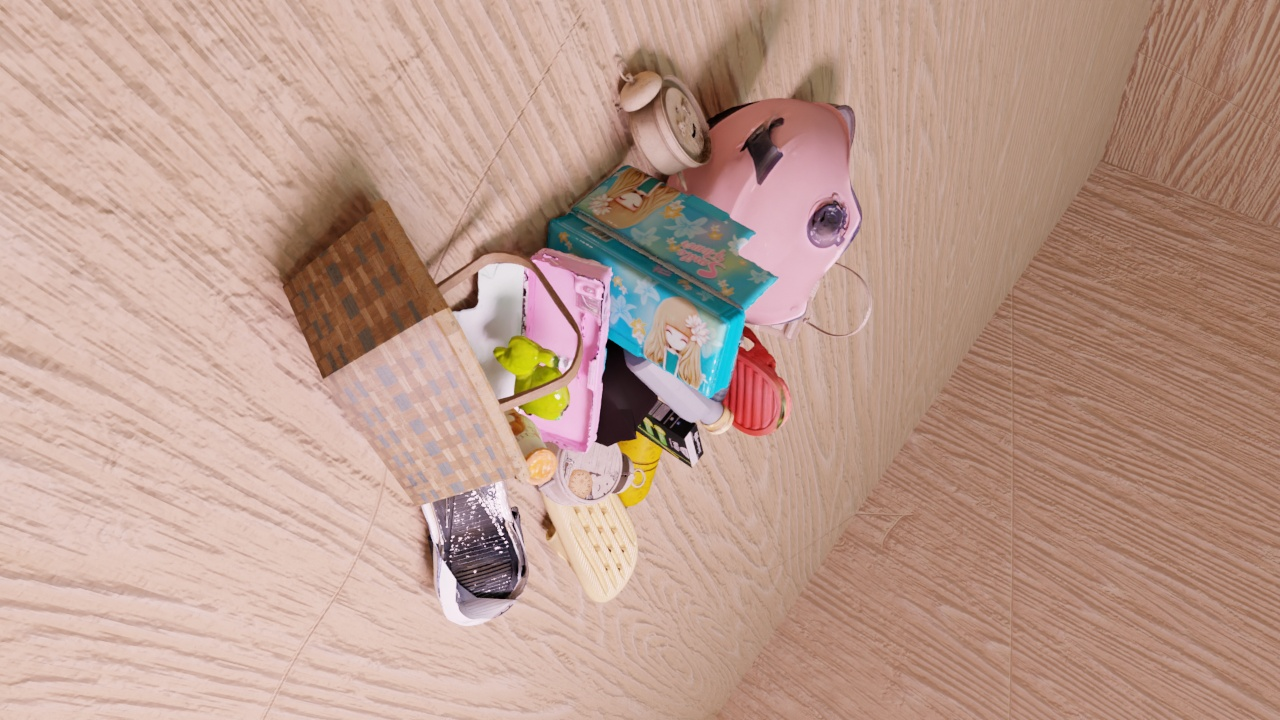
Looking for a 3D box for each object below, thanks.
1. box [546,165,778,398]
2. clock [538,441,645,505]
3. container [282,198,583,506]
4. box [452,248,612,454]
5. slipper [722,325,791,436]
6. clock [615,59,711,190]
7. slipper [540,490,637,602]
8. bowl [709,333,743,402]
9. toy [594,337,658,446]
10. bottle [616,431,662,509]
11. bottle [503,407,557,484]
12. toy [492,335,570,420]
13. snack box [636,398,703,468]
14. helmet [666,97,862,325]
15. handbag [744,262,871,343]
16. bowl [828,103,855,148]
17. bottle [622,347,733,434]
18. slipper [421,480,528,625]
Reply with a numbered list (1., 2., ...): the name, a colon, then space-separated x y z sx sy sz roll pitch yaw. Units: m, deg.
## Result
1. box: 0.014 -0.087 0.885 0.170 0.227 0.085 -61 152 7
2. clock: -0.053 0.130 1.118 0.156 0.061 0.103 18 78 -35
3. container: -0.149 -0.009 0.754 0.186 0.157 0.250 -29 146 -11
4. box: -0.113 -0.005 0.919 0.062 0.160 0.231 -95 -170 -50
5. slipper: 0.110 0.007 1.067 0.059 0.249 0.104 -14 118 -22
6. clock: 0.015 -0.240 0.906 0.141 0.055 0.092 43 41 -39
7. slipper: -0.080 0.209 1.221 0.111 0.079 0.262 -43 131 -29
8. bowl: 0.071 -0.028 0.967 0.057 0.137 0.137 -33 159 17
9. toy: -0.006 0.006 1.048 0.183 0.140 0.159 -40 148 -33
10. bottle: -0.012 0.139 1.265 0.070 0.071 0.164 -23 137 -49
11. bottle: -0.123 0.083 0.881 0.063 0.109 0.063 -16 117 -34
12. toy: -0.101 0.018 0.872 0.094 0.093 0.036 -30 -163 48
13. snack box: 0.008 0.068 1.133 0.025 0.147 0.080 -49 152 -18
14. helmet: 0.113 -0.175 1.003 0.152 0.230 0.256 14 116 -30
15. handbag: 0.227 -0.104 1.267 0.062 0.198 0.176 -14 130 -55
16. bowl: 0.215 -0.276 1.209 0.144 0.067 0.145 -40 149 -31
17. bottle: 0.045 0.025 0.985 0.046 0.072 0.161 -32 129 18
18. slipper: -0.186 0.184 1.009 0.111 0.063 0.264 -14 127 -12
